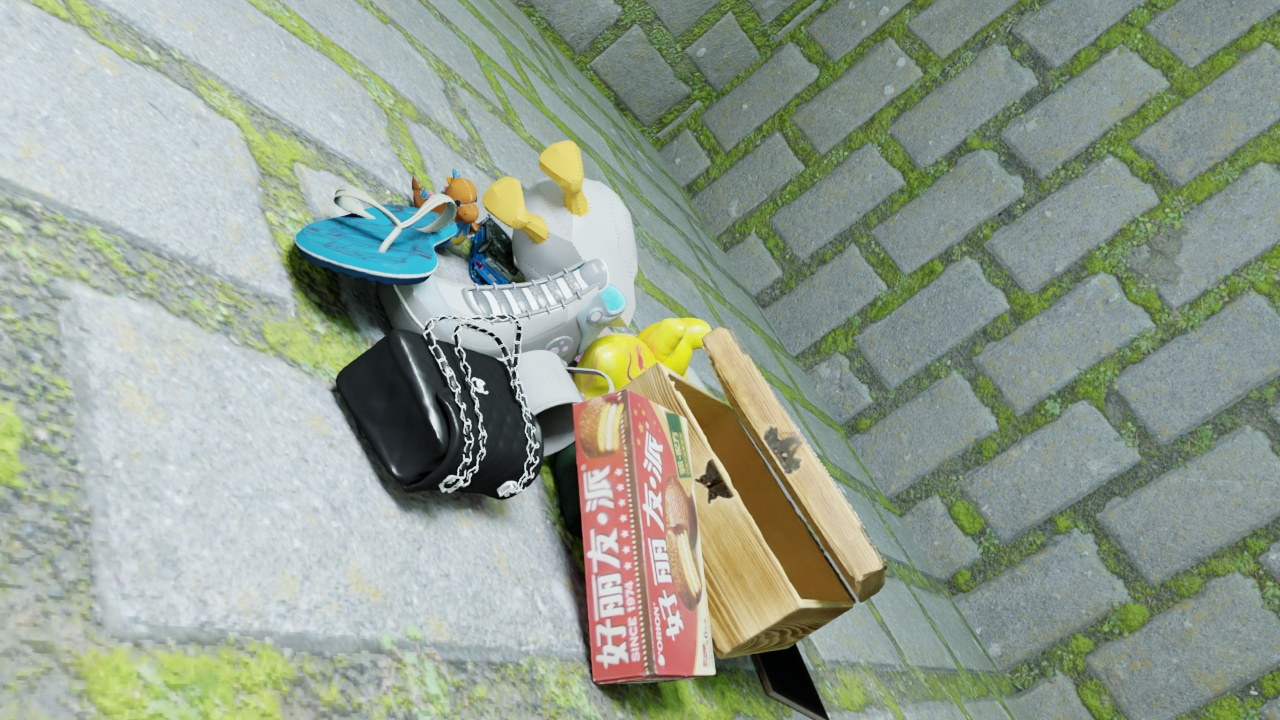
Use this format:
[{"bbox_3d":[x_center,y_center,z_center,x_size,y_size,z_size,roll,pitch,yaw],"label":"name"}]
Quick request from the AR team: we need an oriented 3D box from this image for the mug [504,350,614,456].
[{"bbox_3d":[-0.084,0.034,0.857,0.070,0.113,0.084,59,-2,30],"label":"mug"}]

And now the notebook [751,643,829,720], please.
[{"bbox_3d":[0.153,0.326,1.109,0.141,0.008,0.209,40,19,-40],"label":"notebook"}]

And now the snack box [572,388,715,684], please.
[{"bbox_3d":[0.003,0.152,0.787,0.113,0.060,0.236,30,48,-56],"label":"snack box"}]

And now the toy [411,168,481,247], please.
[{"bbox_3d":[-0.214,-0.176,0.995,0.070,0.090,0.103,-21,71,-43],"label":"toy"}]

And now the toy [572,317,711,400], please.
[{"bbox_3d":[-0.006,0.006,1.037,0.087,0.135,0.193,35,36,27],"label":"toy"}]

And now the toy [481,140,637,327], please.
[{"bbox_3d":[-0.072,-0.134,1.083,0.246,0.141,0.267,60,4,30],"label":"toy"}]

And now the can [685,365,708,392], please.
[{"bbox_3d":[0.071,0.058,1.378,0.127,0.064,0.064,56,15,14],"label":"can"}]

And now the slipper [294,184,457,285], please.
[{"bbox_3d":[-0.223,-0.126,0.814,0.118,0.060,0.294,9,16,-4],"label":"slipper"}]

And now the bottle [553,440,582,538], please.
[{"bbox_3d":[-0.060,0.095,0.901,0.055,0.055,0.174,42,17,-36],"label":"bottle"}]

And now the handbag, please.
[{"bbox_3d":[-0.129,0.038,0.700,0.125,0.115,0.153,60,12,21],"label":"handbag"}]

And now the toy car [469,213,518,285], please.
[{"bbox_3d":[-0.177,-0.126,1.081,0.056,0.044,0.120,44,19,-30],"label":"toy car"}]

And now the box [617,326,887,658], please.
[{"bbox_3d":[0.120,0.143,0.953,0.279,0.176,0.247,58,11,25],"label":"box"}]

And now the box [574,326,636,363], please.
[{"bbox_3d":[-0.054,-0.028,1.207,0.159,0.035,0.230,43,13,14],"label":"box"}]

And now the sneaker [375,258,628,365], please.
[{"bbox_3d":[-0.117,-0.057,0.872,0.256,0.160,0.093,31,25,-59],"label":"sneaker"}]
